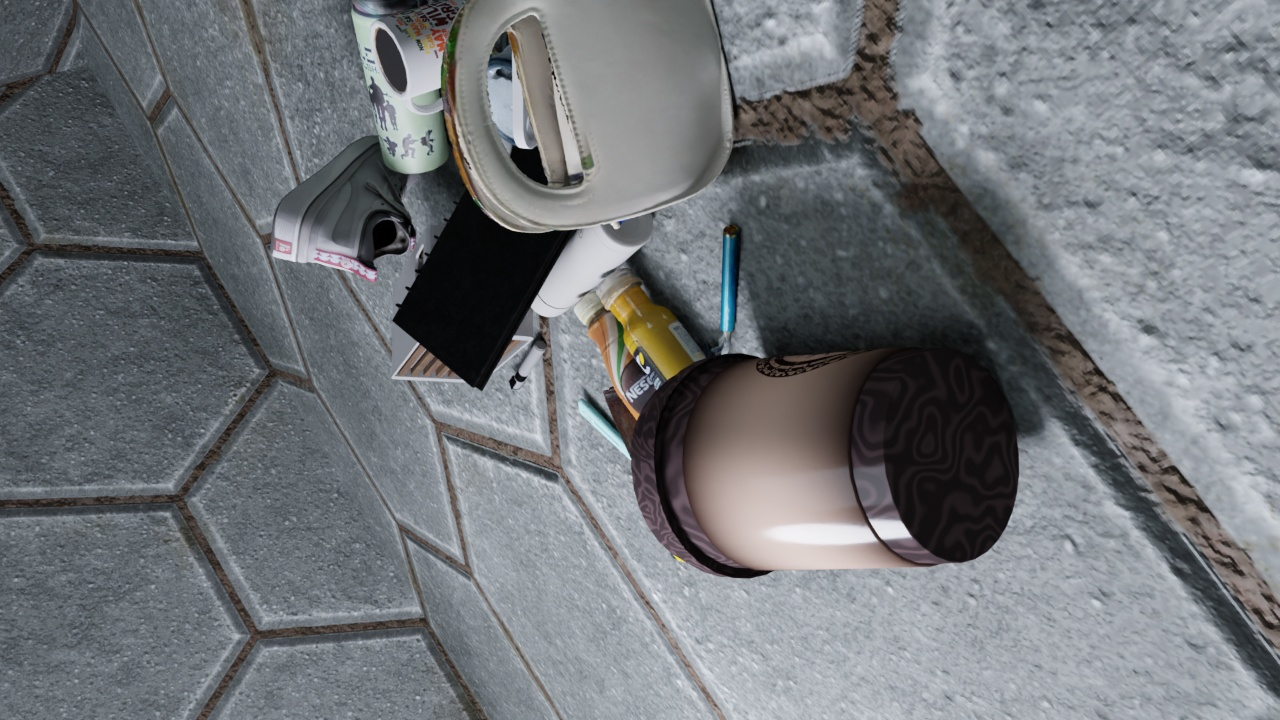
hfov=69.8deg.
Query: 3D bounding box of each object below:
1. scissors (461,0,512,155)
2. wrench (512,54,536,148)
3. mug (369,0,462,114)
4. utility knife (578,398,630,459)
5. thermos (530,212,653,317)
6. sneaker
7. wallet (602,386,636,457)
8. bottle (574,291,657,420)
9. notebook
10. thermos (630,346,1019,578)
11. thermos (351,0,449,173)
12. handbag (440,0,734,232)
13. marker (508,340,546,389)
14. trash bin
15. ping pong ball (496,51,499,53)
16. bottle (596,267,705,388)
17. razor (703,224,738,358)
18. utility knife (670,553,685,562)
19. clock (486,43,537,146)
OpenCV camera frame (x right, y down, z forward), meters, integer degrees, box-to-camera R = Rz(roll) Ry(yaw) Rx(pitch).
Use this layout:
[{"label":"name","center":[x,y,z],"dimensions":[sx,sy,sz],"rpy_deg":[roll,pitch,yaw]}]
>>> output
[{"label":"scissors","center":[-0.132,-0.264,0.849],"dimensions":[0.132,0.148,0.019],"rpy_deg":[37,-172,-31]},{"label":"wrench","center":[-0.078,-0.292,0.656],"dimensions":[0.018,0.086,0.274],"rpy_deg":[9,116,14]},{"label":"mug","center":[-0.205,-0.293,0.901],"dimensions":[0.073,0.089,0.105],"rpy_deg":[43,148,29]},{"label":"utility knife","center":[-0.030,0.086,1.051],"dimensions":[0.119,0.015,0.022],"rpy_deg":[41,146,26]},{"label":"thermos","center":[-0.057,-0.094,0.884],"dimensions":[0.052,0.052,0.225],"rpy_deg":[60,152,1]},{"label":"sneaker","center":[-0.302,-0.175,1.058],"dimensions":[0.129,0.262,0.097],"rpy_deg":[26,127,1]},{"label":"wallet","center":[0.012,0.076,0.960],"dimensions":[0.100,0.031,0.120],"rpy_deg":[-19,97,59]},{"label":"bottle","center":[-0.005,0.005,0.885],"dimensions":[0.167,0.059,0.059],"rpy_deg":[53,151,14]},{"label":"notebook","center":[-0.143,-0.107,0.878],"dimensions":[0.169,0.231,0.019],"rpy_deg":[33,-176,41]},{"label":"thermos","center":[0.123,0.069,0.635],"dimensions":[0.227,0.172,0.173],"rpy_deg":[-12,105,55]},{"label":"thermos","center":[-0.254,-0.318,0.978],"dimensions":[0.082,0.082,0.232],"rpy_deg":[39,145,34]},{"label":"handbag","center":[-0.045,-0.182,0.632],"dimensions":[0.093,0.199,0.201],"rpy_deg":[20,130,56]},{"label":"marker","center":[-0.143,0.007,1.157],"dimensions":[0.016,0.016,0.141],"rpy_deg":[56,152,7]},{"label":"trash bin","center":[-0.212,-0.056,1.062],"dimensions":[0.229,0.114,0.114],"rpy_deg":[150,120,-62]},{"label":"ping pong ball","center":[-0.147,-0.277,0.874],"dimensions":[0.040,0.040,0.040],"rpy_deg":[40,146,34]},{"label":"bottle","center":[0.027,-0.002,0.830],"dimensions":[0.186,0.053,0.053],"rpy_deg":[53,151,13]},{"label":"razor","center":[0.070,-0.048,0.757],"dimensions":[0.042,0.022,0.144],"rpy_deg":[-96,7,-49]},{"label":"utility knife","center":[0.078,0.208,0.981],"dimensions":[0.030,0.018,0.207],"rpy_deg":[58,158,-7]},{"label":"clock","center":[-0.088,-0.226,0.805],"dimensions":[0.129,0.052,0.090],"rpy_deg":[35,142,13]}]
